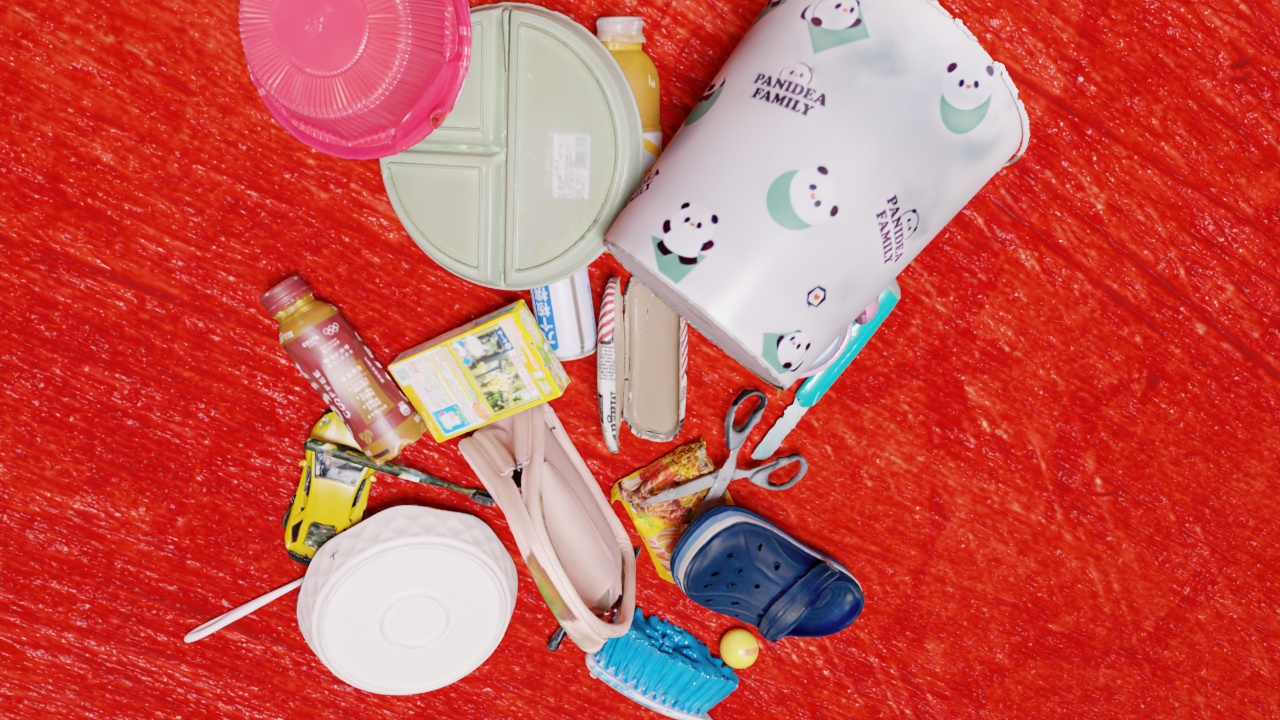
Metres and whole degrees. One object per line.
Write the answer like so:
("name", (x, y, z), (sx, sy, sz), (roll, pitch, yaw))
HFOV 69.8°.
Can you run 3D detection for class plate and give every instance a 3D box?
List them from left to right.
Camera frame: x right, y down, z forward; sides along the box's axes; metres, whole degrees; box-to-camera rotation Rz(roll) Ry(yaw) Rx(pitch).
("plate", (-0.215, 0.235, 0.869), (0.204, 0.045, 0.205), (-8, 115, -17))
("plate", (-0.111, -0.170, 0.743), (0.230, 0.027, 0.230), (3, 103, 13))

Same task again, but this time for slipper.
("slipper", (0.130, 0.223, 0.878), (0.252, 0.095, 0.105), (30, 104, -37))

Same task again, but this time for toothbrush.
("toothbrush", (-0.358, 0.232, 0.885), (0.180, 0.016, 0.016), (-26, 115, 0))
("toothbrush", (-0.216, 0.104, 0.837), (0.185, 0.017, 0.012), (24, 97, -30))

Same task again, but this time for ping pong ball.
("ping pong ball", (0.103, 0.300, 0.956), (0.040, 0.040, 0.040), (-2, 108, -7))

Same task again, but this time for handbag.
("handbag", (-0.070, 0.153, 0.782), (0.093, 0.234, 0.193), (-31, 110, -2))

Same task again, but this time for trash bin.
("trash bin", (0.118, -0.130, 0.704), (0.229, 0.229, 0.252), (40, 91, -17))

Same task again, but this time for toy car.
("toy car", (-0.283, 0.117, 0.845), (0.071, 0.041, 0.156), (16, 103, -14))

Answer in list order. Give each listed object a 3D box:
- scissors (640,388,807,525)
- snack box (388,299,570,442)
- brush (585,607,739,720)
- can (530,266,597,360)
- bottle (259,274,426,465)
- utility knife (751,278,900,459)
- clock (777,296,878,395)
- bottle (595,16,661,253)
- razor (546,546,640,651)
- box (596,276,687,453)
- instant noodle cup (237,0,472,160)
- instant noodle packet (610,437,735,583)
("scissors", (0.084, 0.109, 0.874), (0.159, 0.014, 0.181), (17, 92, -21))
("snack box", (-0.143, 0.012, 0.810), (0.141, 0.033, 0.087), (-21, 111, 24))
("brush", (0.071, 0.368, 0.971), (0.314, 0.060, 0.110), (33, 106, -19))
("can", (-0.072, -0.070, 0.807), (0.053, 0.053, 0.135), (-9, 109, -5))
("bottle", (-0.260, 0.007, 0.797), (0.057, 0.057, 0.175), (-35, 100, 4))
("utility knife", (0.179, 0.010, 0.888), (0.029, 0.013, 0.222), (35, 98, -15))
("clock", (0.150, -0.053, 0.840), (0.117, 0.060, 0.158), (41, 96, -18))
("bottle", (-0.016, -0.187, 0.769), (0.068, 0.068, 0.190), (-3, 108, -7))
("razor", (-0.052, 0.241, 0.923), (0.022, 0.042, 0.143), (40, 104, 2))
("box", (-0.007, 0.005, 0.823), (0.076, 0.087, 0.162), (14, 115, 29))
("instant noodle cup", (-0.230, -0.251, 0.697), (0.194, 0.065, 0.194), (2, 102, 9))
("instant noodle packet", (0.044, 0.154, 0.900), (0.111, 0.044, 0.128), (-28, 109, 4))
